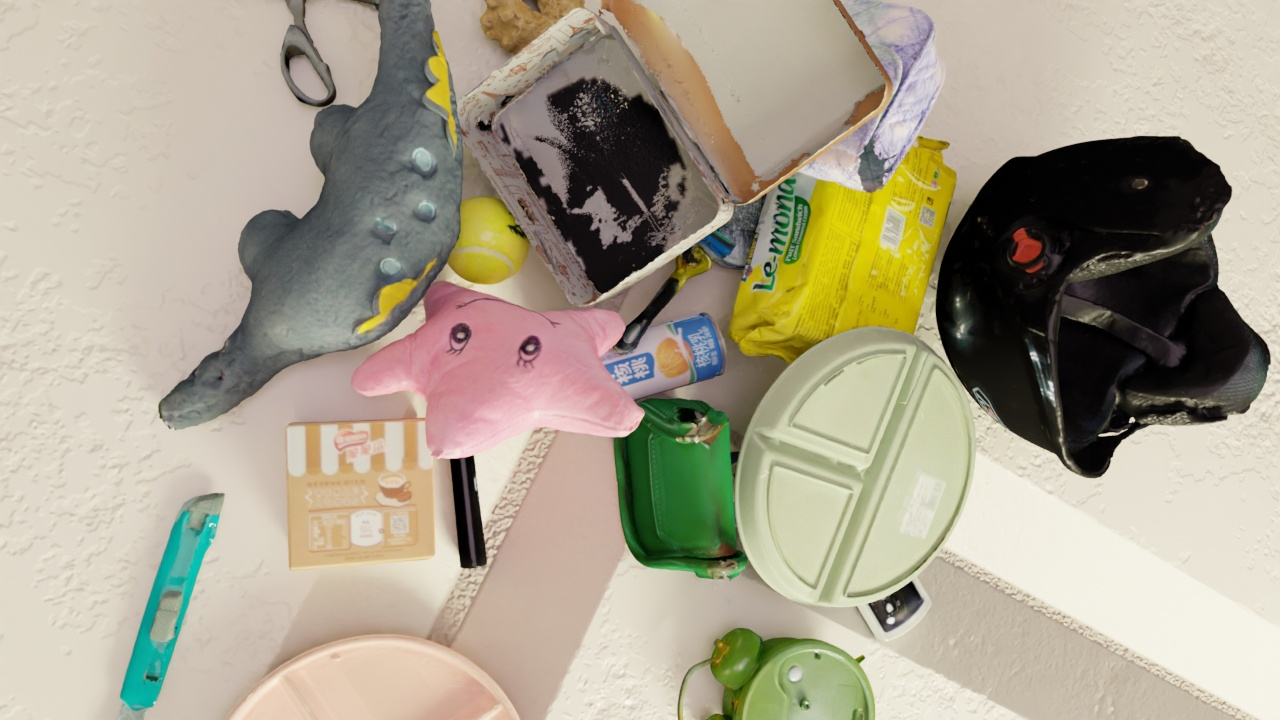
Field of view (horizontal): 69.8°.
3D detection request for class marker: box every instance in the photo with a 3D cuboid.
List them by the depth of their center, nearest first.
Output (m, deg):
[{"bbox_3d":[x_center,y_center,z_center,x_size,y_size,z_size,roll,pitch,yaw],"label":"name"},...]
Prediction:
[{"bbox_3d":[-0.132,0.088,0.681,0.022,0.020,0.132,-6,88,-20],"label":"marker"}]

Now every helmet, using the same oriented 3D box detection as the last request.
[{"bbox_3d":[0.351,-0.047,0.732,0.274,0.230,0.233,-53,127,-13],"label":"helmet"}]

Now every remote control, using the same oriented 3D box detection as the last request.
[{"bbox_3d":[0.190,0.163,0.776,0.058,0.021,0.150,-33,96,-16],"label":"remote control"}]

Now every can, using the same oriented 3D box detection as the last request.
[{"bbox_3d":[-0.004,0.004,0.708,0.134,0.053,0.053,-16,91,-18],"label":"can"}]

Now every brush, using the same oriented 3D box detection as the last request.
[{"bbox_3d":[-0.034,-0.206,0.725,0.083,0.046,0.254,-42,103,-19],"label":"brush"}]

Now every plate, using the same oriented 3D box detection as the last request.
[{"bbox_3d":[-0.191,0.307,0.645,0.229,0.028,0.229,1,85,-18],"label":"plate"},{"bbox_3d":[0.176,0.088,0.716,0.229,0.027,0.230,-6,104,-24],"label":"plate"}]

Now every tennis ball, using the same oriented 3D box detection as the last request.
[{"bbox_3d":[-0.114,-0.088,0.674,0.065,0.065,0.065,1,86,-17],"label":"tennis ball"}]

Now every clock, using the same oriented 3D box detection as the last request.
[{"bbox_3d":[0.106,0.273,0.724,0.161,0.056,0.116,12,82,-16],"label":"clock"}]

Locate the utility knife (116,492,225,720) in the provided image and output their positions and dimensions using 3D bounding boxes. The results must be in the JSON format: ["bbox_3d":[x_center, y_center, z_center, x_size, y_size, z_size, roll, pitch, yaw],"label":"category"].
[{"bbox_3d":[-0.322,0.181,0.619,0.029,0.013,0.193,17,82,-16],"label":"utility knife"}]

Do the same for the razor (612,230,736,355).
[{"bbox_3d":[0.021,-0.053,0.708,0.042,0.022,0.142,34,61,8],"label":"razor"}]

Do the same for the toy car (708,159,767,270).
[{"bbox_3d":[0.083,-0.128,0.756,0.049,0.031,0.105,3,84,-19],"label":"toy car"}]

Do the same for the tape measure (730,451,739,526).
[{"bbox_3d":[0.079,0.102,0.743,0.054,0.025,0.058,-22,97,-19],"label":"tape measure"}]

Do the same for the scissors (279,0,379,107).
[{"bbox_3d":[-0.251,-0.274,0.671,0.159,0.014,0.177,-26,94,-17],"label":"scissors"}]

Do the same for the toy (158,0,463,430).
[{"bbox_3d":[-0.198,-0.088,0.618,0.138,0.091,0.356,32,93,3],"label":"toy"}]

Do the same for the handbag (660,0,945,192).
[{"bbox_3d":[0.117,-0.209,0.690,0.134,0.194,0.075,-60,143,-6],"label":"handbag"}]

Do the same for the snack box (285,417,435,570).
[{"bbox_3d":[-0.193,0.088,0.632,0.092,0.077,0.094,-1,88,-17],"label":"snack box"}]

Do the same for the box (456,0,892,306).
[{"bbox_3d":[0.020,-0.175,0.634,0.263,0.088,0.178,-34,90,18],"label":"box"}]

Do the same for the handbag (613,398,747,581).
[{"bbox_3d":[0.030,0.092,0.678,0.068,0.120,0.131,-6,92,-19],"label":"handbag"}]

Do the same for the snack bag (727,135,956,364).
[{"bbox_3d":[0.174,-0.095,0.748,0.158,0.068,0.246,22,79,-28],"label":"snack bag"}]

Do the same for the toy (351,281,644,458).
[{"bbox_3d":[-0.090,0.011,0.616,0.195,0.075,0.178,12,40,9],"label":"toy"}]
